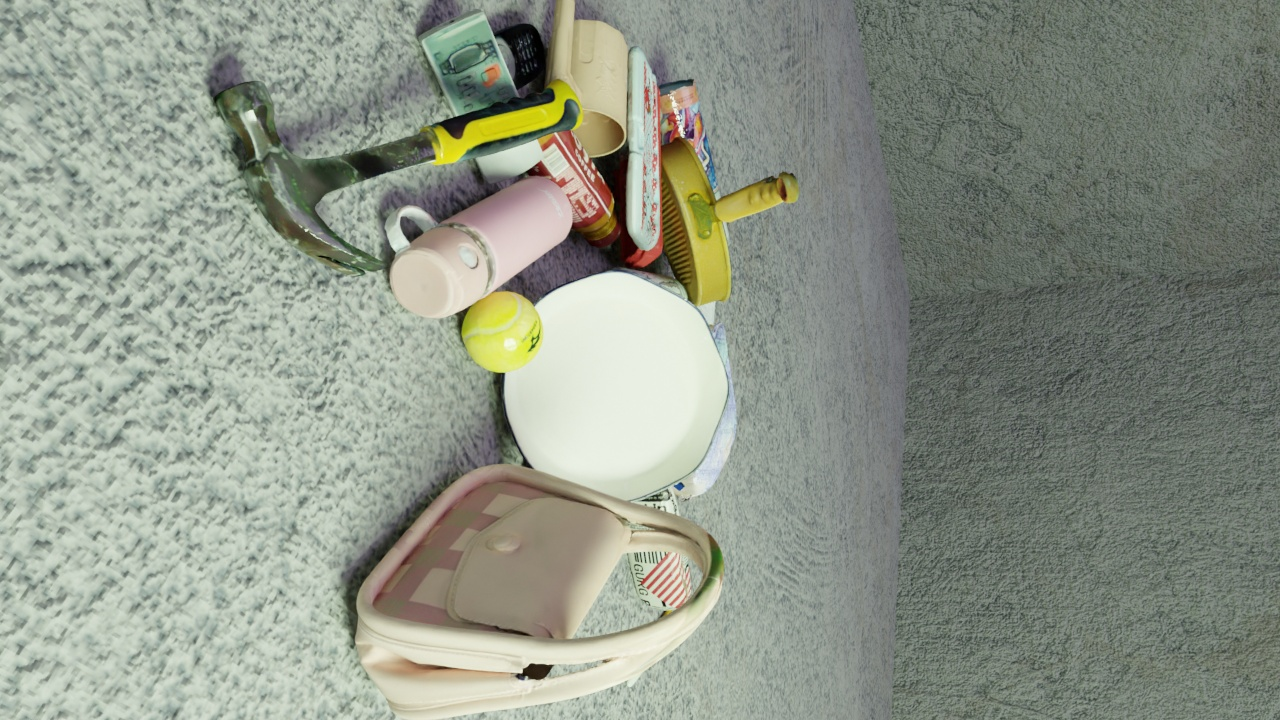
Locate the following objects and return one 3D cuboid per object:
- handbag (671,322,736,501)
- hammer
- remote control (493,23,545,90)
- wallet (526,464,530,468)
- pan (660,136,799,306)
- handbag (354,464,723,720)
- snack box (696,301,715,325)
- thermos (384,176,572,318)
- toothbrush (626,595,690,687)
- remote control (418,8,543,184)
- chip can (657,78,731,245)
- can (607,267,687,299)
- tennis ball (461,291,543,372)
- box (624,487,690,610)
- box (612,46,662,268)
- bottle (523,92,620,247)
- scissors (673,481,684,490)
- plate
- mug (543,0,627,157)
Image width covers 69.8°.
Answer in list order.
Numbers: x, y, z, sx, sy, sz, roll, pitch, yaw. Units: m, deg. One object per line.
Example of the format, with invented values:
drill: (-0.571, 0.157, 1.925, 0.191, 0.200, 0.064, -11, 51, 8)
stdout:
handbag: (0.059, 0.054, 1.089, 0.133, 0.076, 0.194, -59, 148, -43)
hammer: (-0.139, -0.153, 0.658, 0.322, 0.032, 0.126, -37, 111, -52)
remote control: (-0.121, -0.264, 0.811, 0.136, 0.024, 0.053, -56, 140, -55)
wallet: (-0.078, 0.096, 0.865, 0.096, 0.020, 0.122, 56, 35, -49)
pan: (0.082, -0.159, 0.992, 0.357, 0.078, 0.198, -153, -135, -81)
handbag: (-0.056, 0.154, 0.629, 0.192, 0.235, 0.093, -52, 134, -57)
snack box: (0.074, -0.061, 1.231, 0.085, 0.027, 0.156, 49, 42, -55)
thermos: (-0.128, -0.100, 0.728, 0.087, 0.067, 0.198, 57, 31, -9)
toothbrush: (0.023, 0.316, 1.062, 0.190, 0.018, 0.016, -42, 123, -61)
remote control: (-0.128, -0.213, 0.752, 0.019, 0.056, 0.135, 50, -14, 52)
chip can: (0.060, -0.244, 1.174, 0.071, 0.071, 0.215, -56, 136, -55)
can: (0.003, -0.070, 1.027, 0.146, 0.058, 0.058, -2, 88, -67)
tennis ball: (-0.111, -0.023, 0.743, 0.065, 0.066, 0.065, -4, 90, -67)
box: (0.014, 0.200, 1.006, 0.052, 0.069, 0.164, -47, 127, -71)
box: (-0.001, -0.210, 0.978, 0.161, 0.058, 0.201, 115, -25, -81)
bottle: (-0.069, -0.173, 0.876, 0.175, 0.058, 0.057, 53, 39, -52)
scissors: (-0.011, 0.085, 1.005, 0.172, 0.012, 0.133, 46, -1, -15)
plate: (-0.024, 0.024, 0.821, 0.046, 0.204, 0.205, 170, -83, -73)
mug: (-0.059, -0.271, 0.878, 0.124, 0.084, 0.103, 51, 38, -65)
